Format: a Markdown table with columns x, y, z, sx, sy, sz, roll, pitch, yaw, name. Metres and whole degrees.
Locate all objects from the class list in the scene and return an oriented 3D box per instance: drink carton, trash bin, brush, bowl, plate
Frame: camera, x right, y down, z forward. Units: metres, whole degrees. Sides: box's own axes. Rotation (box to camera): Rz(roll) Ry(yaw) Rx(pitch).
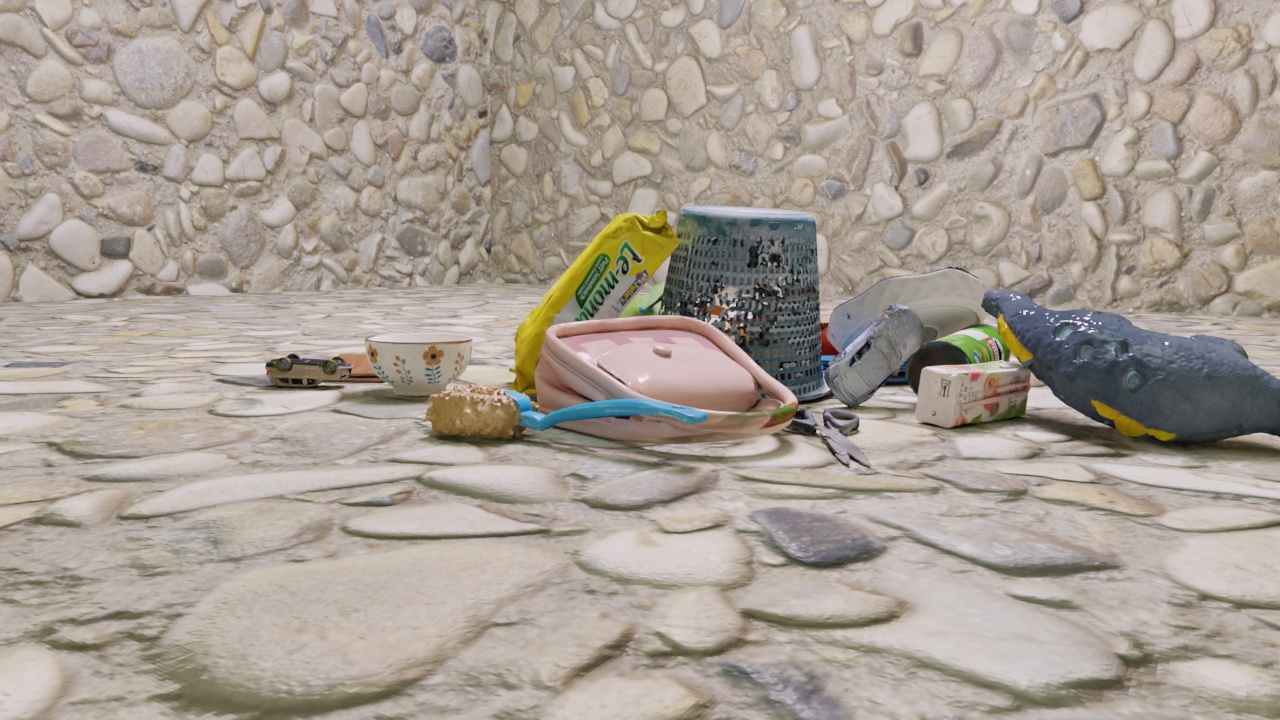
| x | y | z | sx | sy | sz | roll | pitch | yaw | name |
| --- | --- | --- | --- | --- | --- | --- | --- | --- | --- |
| 0.322 | 0.031 | 0.878 | 0.122 | 0.053 | 0.045 | -4 | 13 | -33 | drink carton |
| 0.112 | -0.072 | 1.030 | 0.226 | 0.195 | 0.226 | 3 | 12 | -1 | trash bin |
| -0.065 | 0.041 | 0.745 | 0.255 | 0.046 | 0.083 | -2 | 2 | 29 | brush |
| -0.239 | 0.004 | 0.990 | 0.113 | 0.062 | 0.113 | 2 | 7 | 0 | bowl |
| 0.344 | -0.046 | 1.175 | 0.205 | 0.045 | 0.205 | -7 | -25 | -3 | plate |

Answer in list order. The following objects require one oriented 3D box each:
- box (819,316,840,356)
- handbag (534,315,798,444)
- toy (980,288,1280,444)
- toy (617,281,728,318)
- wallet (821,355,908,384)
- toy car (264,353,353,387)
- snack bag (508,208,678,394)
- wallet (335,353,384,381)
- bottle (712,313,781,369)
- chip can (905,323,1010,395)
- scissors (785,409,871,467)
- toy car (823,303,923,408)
| x | y | z | sx | sy | sz | roll | pitch | yaw | name |
| --- | --- | --- | --- | --- | --- | --- | --- | --- | --- |
| 0.227 | -0.040 | 1.324 | 0.091 | 0.079 | 0.168 | 0 | 7 | -10 | box |
| 0.035 | 0.028 | 0.814 | 0.193 | 0.093 | 0.234 | -5 | 17 | -34 | handbag |
| 0.447 | 0.011 | 0.817 | 0.137 | 0.091 | 0.357 | -21 | 36 | -39 | toy |
| 0.010 | -0.049 | 1.281 | 0.227 | 0.090 | 0.246 | -17 | 0 | 4 | toy |
| 0.282 | 0.007 | 1.138 | 0.133 | 0.040 | 0.106 | -2 | 3 | -13 | wallet |
| -0.368 | 0.012 | 1.024 | 0.090 | 0.035 | 0.042 | 1 | 9 | -3 | toy car |
| -0.062 | -0.068 | 1.017 | 0.068 | 0.246 | 0.158 | 40 | 1 | -10 | snack bag |
| -0.339 | 0.009 | 1.118 | 0.101 | 0.020 | 0.115 | 0 | 10 | 5 | wallet |
| 0.155 | -0.024 | 1.230 | 0.068 | 0.068 | 0.190 | -2 | 8 | -21 | bottle |
| 0.365 | 0.001 | 1.045 | 0.072 | 0.072 | 0.235 | 5 | 8 | 30 | chip can |
| 0.154 | 0.064 | 0.775 | 0.145 | 0.014 | 0.172 | 8 | 13 | 35 | scissors |
| 0.242 | -0.004 | 0.940 | 0.120 | 0.054 | 0.037 | -45 | 17 | -5 | toy car |
